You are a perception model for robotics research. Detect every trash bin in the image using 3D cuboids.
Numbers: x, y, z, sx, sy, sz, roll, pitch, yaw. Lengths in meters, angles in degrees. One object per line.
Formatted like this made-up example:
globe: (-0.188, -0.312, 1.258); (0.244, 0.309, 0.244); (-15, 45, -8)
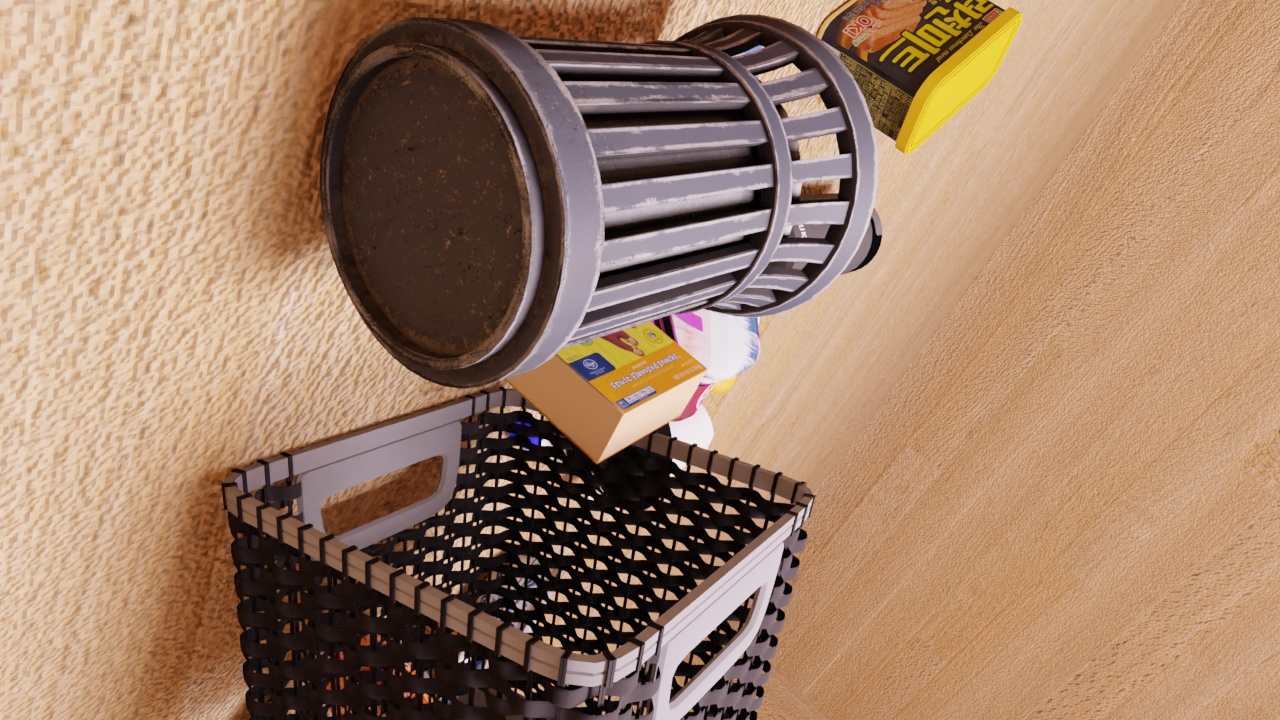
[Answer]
trash bin: (-0.015, -0.080, 0.428); (0.226, 0.164, 0.165); (-20, 146, -49)

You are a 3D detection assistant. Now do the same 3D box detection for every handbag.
handbag: (0.021, -0.059, 0.646); (0.068, 0.144, 0.170); (-14, 153, 24)

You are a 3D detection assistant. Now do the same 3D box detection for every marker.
marker: (-0.081, 0.076, 0.784); (0.020, 0.020, 0.141); (-48, 161, -6)

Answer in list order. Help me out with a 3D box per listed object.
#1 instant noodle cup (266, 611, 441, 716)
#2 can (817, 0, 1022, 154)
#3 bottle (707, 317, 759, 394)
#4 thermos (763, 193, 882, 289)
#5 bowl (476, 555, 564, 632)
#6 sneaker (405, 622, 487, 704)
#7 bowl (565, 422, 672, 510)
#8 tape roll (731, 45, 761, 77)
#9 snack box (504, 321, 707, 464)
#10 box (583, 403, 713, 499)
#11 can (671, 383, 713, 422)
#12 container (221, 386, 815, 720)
instant noodle cup: (-0.234, 0.280, 0.700); (0.121, 0.123, 0.124); (-39, 160, -4)
can: (0.208, -0.238, 0.707); (0.130, 0.101, 0.073); (-41, 160, -23)
bottle: (0.083, -0.020, 0.903); (0.063, 0.063, 0.109); (-23, 148, -54)
thermos: (0.150, -0.112, 0.848); (0.239, 0.082, 0.082); (-18, 144, -57)
bowl: (-0.129, 0.240, 0.909); (0.115, 0.059, 0.115); (-59, 174, -11)
sneaker: (-0.243, 0.340, 0.800); (0.293, 0.121, 0.127); (-46, 149, -21)
bowl: (-0.029, 0.073, 0.808); (0.053, 0.124, 0.123); (-13, -174, 36)
tape roll: (0.043, -0.172, 0.592); (0.091, 0.016, 0.093); (-54, 161, 14)
snack box: (-0.037, -0.007, 0.559); (0.088, 0.126, 0.040); (-25, 149, -51)
box: (0.003, 0.096, 0.909); (0.160, 0.081, 0.092); (-30, 112, -40)
can: (0.046, -0.001, 0.854); (0.063, 0.063, 0.114); (-21, 146, -55)
container: (-0.070, 0.184, 0.541); (0.246, 0.246, 0.244); (-19, 121, -56)
